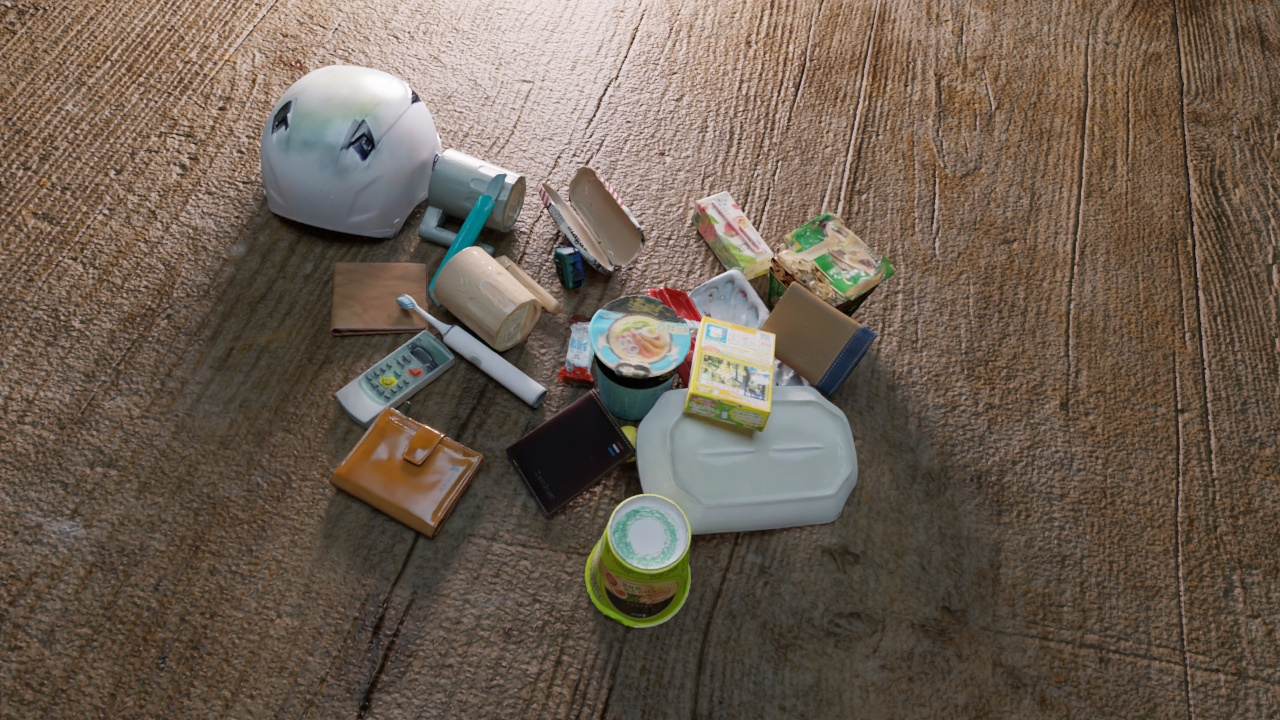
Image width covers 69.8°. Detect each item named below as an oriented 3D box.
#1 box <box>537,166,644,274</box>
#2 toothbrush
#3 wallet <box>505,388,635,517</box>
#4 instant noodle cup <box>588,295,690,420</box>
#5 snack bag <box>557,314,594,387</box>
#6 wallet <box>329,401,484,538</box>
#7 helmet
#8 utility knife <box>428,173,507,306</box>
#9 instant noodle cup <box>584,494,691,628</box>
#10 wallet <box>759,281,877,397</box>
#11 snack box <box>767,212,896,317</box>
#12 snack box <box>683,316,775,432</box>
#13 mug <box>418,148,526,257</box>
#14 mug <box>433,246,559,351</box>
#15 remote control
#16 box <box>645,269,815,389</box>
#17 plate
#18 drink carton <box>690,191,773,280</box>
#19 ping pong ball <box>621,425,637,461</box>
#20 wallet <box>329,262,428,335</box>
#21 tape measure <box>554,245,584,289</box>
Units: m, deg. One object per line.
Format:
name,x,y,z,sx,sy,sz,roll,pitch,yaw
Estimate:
box,-0.068,-0.182,1.179,0.086,0.076,0.162,-7,54,-46
toothbrush,-0.203,-0.016,1.083,0.221,0.027,0.026,35,30,14
wallet,-0.076,0.101,1.007,0.122,0.020,0.096,-35,64,0
instant noodle cup,-0.006,0.006,1.036,0.111,0.121,0.111,3,55,-4
snack bag,-0.071,-0.014,1.100,0.045,0.026,0.105,3,55,8
wallet,-0.249,0.115,0.999,0.131,0.035,0.118,25,64,10
helmet,-0.375,-0.293,1.182,0.229,0.146,0.257,18,57,6
utility knife,-0.214,-0.152,1.137,0.029,0.013,0.185,29,89,14
instant noodle cup,0.002,0.193,0.913,0.111,0.124,0.111,2,57,-4
wallet,0.199,-0.024,1.052,0.115,0.090,0.033,34,17,8
snack box,0.223,-0.094,1.132,0.117,0.106,0.118,-30,66,-25
snack box,0.099,0.012,0.996,0.087,0.034,0.140,14,37,-1
mug,-0.217,-0.199,1.185,0.103,0.084,0.124,19,84,6
mug,-0.170,-0.078,1.109,0.103,0.084,0.124,40,36,18
remote control,-0.283,0.021,1.061,0.056,0.019,0.134,41,63,19
box,0.100,-0.013,1.097,0.157,0.069,0.201,-15,60,-24
plate,0.125,0.101,0.992,0.265,0.034,0.162,0,73,-19
drink carton,0.120,-0.163,1.202,0.053,0.046,0.122,-21,62,-19
ping pong ball,-0.014,0.093,1.026,0.040,0.040,0.040,2,57,-4
wallet,-0.318,-0.077,1.123,0.115,0.020,0.101,-3,59,-10
tape measure,-0.091,-0.115,1.146,0.025,0.054,0.058,-17,19,-19
